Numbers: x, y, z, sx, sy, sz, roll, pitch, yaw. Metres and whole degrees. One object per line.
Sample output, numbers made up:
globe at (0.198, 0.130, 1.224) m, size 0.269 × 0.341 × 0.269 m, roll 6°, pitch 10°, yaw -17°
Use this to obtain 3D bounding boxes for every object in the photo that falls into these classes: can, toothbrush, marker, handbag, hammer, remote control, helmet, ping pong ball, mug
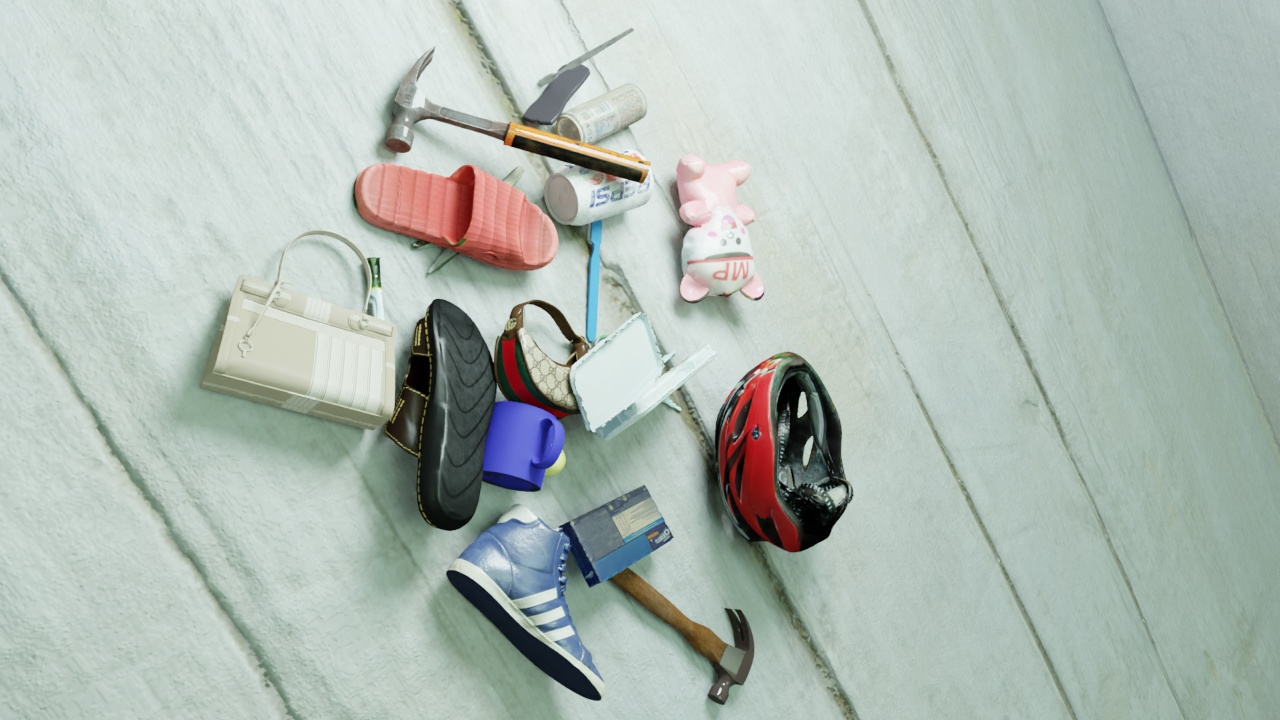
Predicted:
can at (-0.052, -0.328, 1.236) m, size 0.135 × 0.054 × 0.054 m, roll -38°, pitch 104°, yaw -37°
toothbrush at (-0.069, -0.383, 1.152) m, size 0.010 × 0.182 × 0.010 m, roll 43°, pitch 54°, yaw -30°
marker at (-0.290, -0.042, 1.012) m, size 0.017 × 0.017 × 0.146 m, roll -2°, pitch 82°, yaw -39°
handbag at (-0.106, -0.002, 1.106) m, size 0.166 × 0.063 × 0.138 m, roll 27°, pitch 57°, yaw -52°
hammer at (0.033, 0.320, 1.184) m, size 0.323 × 0.033 × 0.115 m, roll 43°, pitch 59°, yaw -23°
remote control at (-0.108, -0.351, 1.208) m, size 0.124 × 0.046 × 0.009 m, roll -61°, pitch 156°, yaw -30°
toothbrush at (-0.063, -0.107, 1.211) m, size 0.016 × 0.014 × 0.166 m, roll 9°, pitch 79°, yaw -37°
can at (-0.053, -0.226, 1.199) m, size 0.135 × 0.078 × 0.078 m, roll -25°, pitch 96°, yaw -39°
handbag at (-0.336, -0.046, 0.955) m, size 0.175 × 0.062 × 0.197 m, roll 19°, pitch 62°, yaw -31°
helmet at (0.193, 0.125, 1.260) m, size 0.217 × 0.167 × 0.272 m, roll -7°, pitch 92°, yaw -54°
ping pong ball at (-0.110, 0.119, 1.105) m, size 0.040 × 0.040 × 0.040 m, roll 9°, pitch 75°, yaw -37°
mug at (-0.132, 0.098, 1.047) m, size 0.079 × 0.111 × 0.083 m, roll 32°, pitch 61°, yaw -43°
hammer at (-0.137, -0.280, 1.113) m, size 0.314 × 0.035 × 0.137 m, roll 12°, pitch 70°, yaw -17°

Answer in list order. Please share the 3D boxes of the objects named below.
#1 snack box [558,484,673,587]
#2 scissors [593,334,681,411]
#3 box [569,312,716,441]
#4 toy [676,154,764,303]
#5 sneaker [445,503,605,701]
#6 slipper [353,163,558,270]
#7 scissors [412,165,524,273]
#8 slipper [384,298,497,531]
snack box at (-0.027, 0.214, 1.133) m, size 0.149 × 0.027 × 0.082 m, roll -17°, pitch 77°, yaw -50°
scissors at (-0.007, 0.031, 1.227) m, size 0.171 × 0.023 × 0.167 m, roll 38°, pitch 55°, yaw -27°
box at (-0.013, 0.004, 1.141) m, size 0.124 × 0.107 × 0.214 m, roll 50°, pitch 34°, yaw 3°
toy at (0.107, -0.186, 1.315) m, size 0.141 × 0.084 × 0.213 m, roll -3°, pitch 81°, yaw -37°
sneaker at (-0.103, 0.269, 1.055) m, size 0.233 × 0.092 × 0.118 m, roll 45°, pitch 54°, yaw -13°
slipper at (-0.202, -0.175, 1.067) m, size 0.248 × 0.059 × 0.103 m, roll 14°, pitch 71°, yaw -28°
scissors at (-0.185, -0.168, 1.123) m, size 0.187 × 0.015 × 0.179 m, roll 20°, pitch 70°, yaw -34°
slipper at (-0.221, 0.058, 1.011) m, size 0.113 × 0.076 × 0.267 m, roll 31°, pitch 49°, yaw -50°
